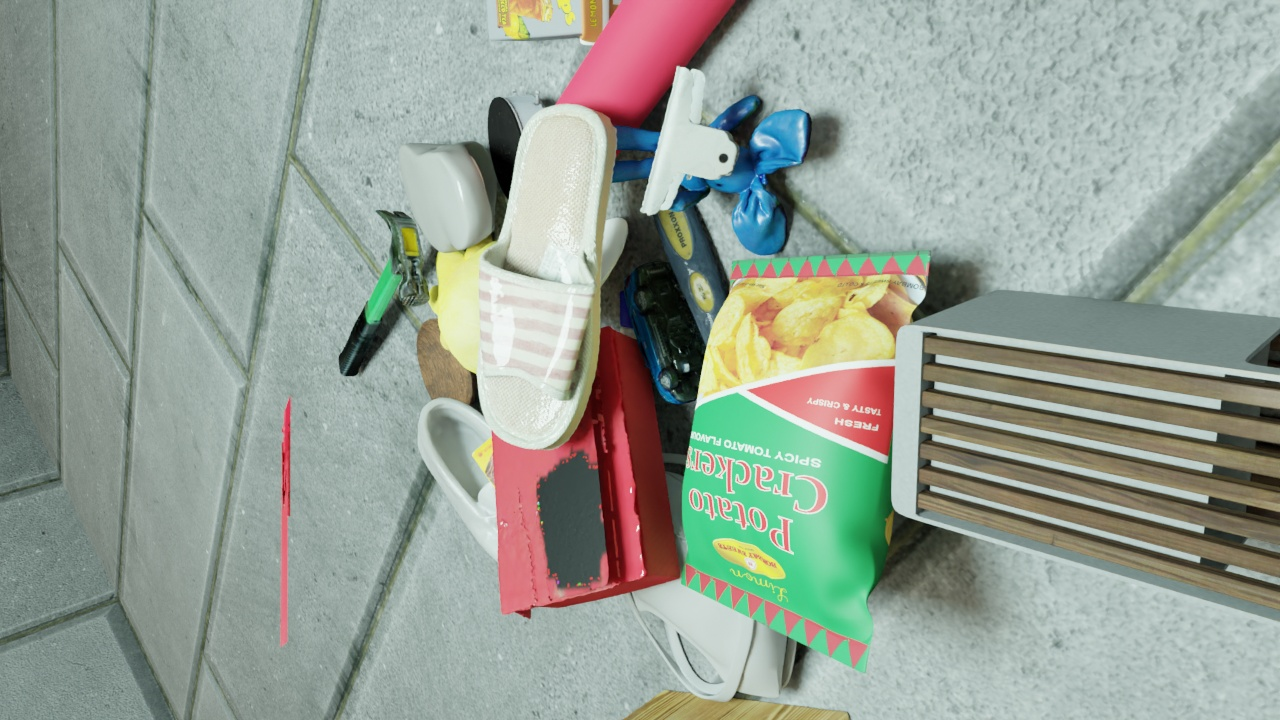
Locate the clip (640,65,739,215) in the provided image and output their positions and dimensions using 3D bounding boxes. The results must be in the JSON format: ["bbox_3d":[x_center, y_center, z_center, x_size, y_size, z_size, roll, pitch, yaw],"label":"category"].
[{"bbox_3d":[0.033,-0.147,0.635,0.052,0.057,0.102,38,119,50],"label":"clip"}]

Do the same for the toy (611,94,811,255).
[{"bbox_3d":[0.050,-0.139,0.683,0.176,0.070,0.113,15,116,31],"label":"toy"}]

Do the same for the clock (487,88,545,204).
[{"bbox_3d":[-0.104,-0.180,0.830,0.094,0.035,0.123,31,133,58],"label":"clock"}]

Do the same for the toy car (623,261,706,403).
[{"bbox_3d":[0.023,-0.022,0.760,0.044,0.056,0.120,-27,80,53],"label":"toy car"}]

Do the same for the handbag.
[{"bbox_3d":[0.046,0.208,0.812,0.216,0.095,0.223,31,136,37],"label":"handbag"}]

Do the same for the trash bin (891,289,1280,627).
[{"bbox_3d":[0.266,0.039,0.483,0.229,0.114,0.114,12,111,43],"label":"trash bin"}]

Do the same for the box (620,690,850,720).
[{"bbox_3d":[0.068,0.481,0.716,0.287,0.278,0.334,-18,88,47],"label":"box"}]

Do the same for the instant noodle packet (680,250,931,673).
[{"bbox_3d":[0.101,0.053,0.624,0.196,0.090,0.252,7,88,59],"label":"instant noodle packet"}]

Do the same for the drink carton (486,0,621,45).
[{"bbox_3d":[-0.071,-0.301,0.764,0.125,0.048,0.076,15,113,42],"label":"drink carton"}]

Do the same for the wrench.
[{"bbox_3d":[0.061,-0.025,0.728,0.073,0.022,0.273,-24,82,19],"label":"wrench"}]

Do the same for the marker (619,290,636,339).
[{"bbox_3d":[-0.005,0.005,0.814,0.027,0.023,0.133,27,122,56],"label":"marker"}]

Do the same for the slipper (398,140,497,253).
[{"bbox_3d":[-0.166,-0.164,0.874,0.266,0.080,0.113,22,132,67],"label":"slipper"}]

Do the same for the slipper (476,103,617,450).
[{"bbox_3d":[-0.073,-0.063,0.686,0.115,0.052,0.263,9,92,29],"label":"slipper"}]

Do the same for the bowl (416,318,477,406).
[{"bbox_3d":[-0.209,0.006,1.023,0.102,0.026,0.114,-10,96,47],"label":"bowl"}]

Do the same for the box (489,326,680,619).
[{"bbox_3d":[-0.035,0.104,0.791,0.165,0.153,0.213,-24,62,33],"label":"box"}]

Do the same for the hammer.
[{"bbox_3d":[-0.311,-0.060,1.073,0.320,0.032,0.130,-43,57,52],"label":"hammer"}]

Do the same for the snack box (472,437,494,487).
[{"bbox_3d":[-0.088,0.089,0.866,0.106,0.061,0.083,-40,69,5],"label":"snack box"}]

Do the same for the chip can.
[{"bbox_3d":[-0.003,-0.231,0.703,0.221,0.069,0.069,-45,71,44],"label":"chip can"}]

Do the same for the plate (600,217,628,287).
[{"bbox_3d":[-0.056,-0.068,0.788,0.011,0.134,0.135,41,144,-24],"label":"plate"}]

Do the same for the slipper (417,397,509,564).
[{"bbox_3d":[-0.141,0.129,0.941,0.247,0.112,0.075,43,167,21],"label":"slipper"}]

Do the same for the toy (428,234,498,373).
[{"bbox_3d":[-0.164,-0.058,0.914,0.208,0.092,0.134,36,117,58],"label":"toy"}]
